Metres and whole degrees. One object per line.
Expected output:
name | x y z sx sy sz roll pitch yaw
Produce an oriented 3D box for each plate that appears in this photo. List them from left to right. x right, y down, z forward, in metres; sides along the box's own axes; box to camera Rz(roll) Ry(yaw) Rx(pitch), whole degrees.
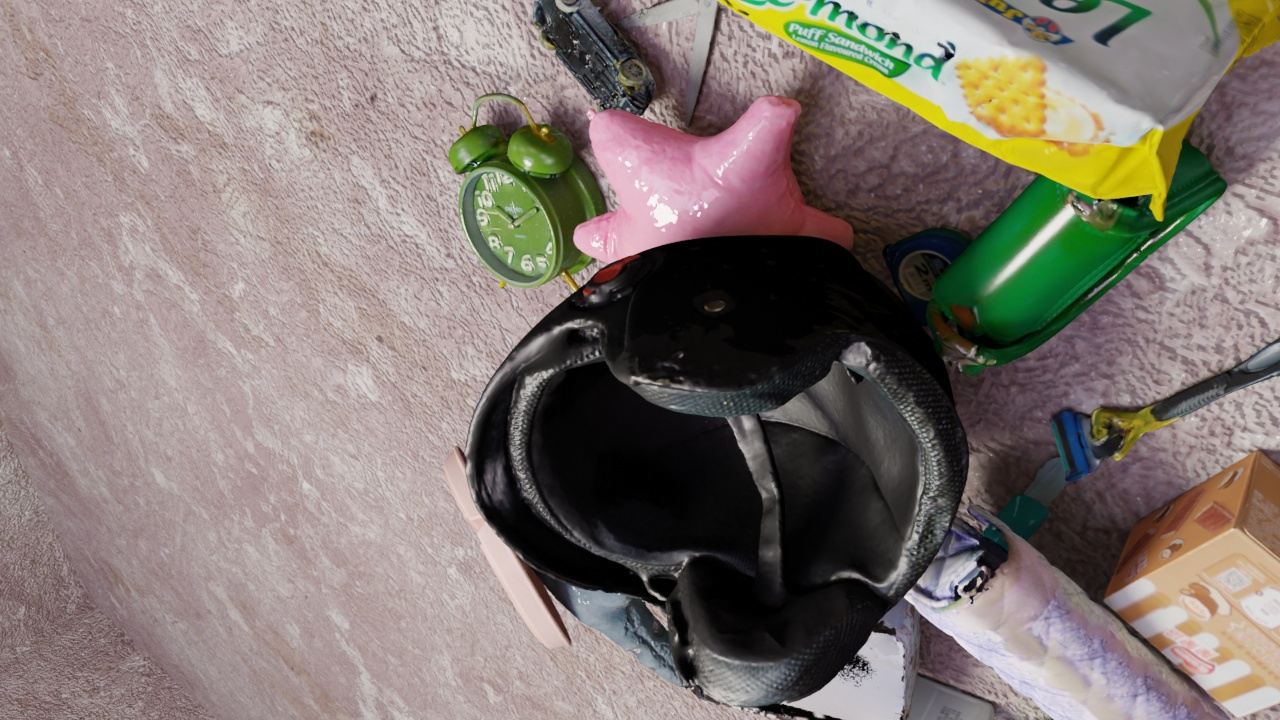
plate | -0.136 0.189 0.918 0.229 0.028 0.230 56 169 16

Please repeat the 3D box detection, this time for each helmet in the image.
helmet | 0.045 0.042 0.537 0.275 0.229 0.234 -2 120 18

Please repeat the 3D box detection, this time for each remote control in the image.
remote control | 0.205 0.277 0.742 0.150 0.058 0.021 13 129 36

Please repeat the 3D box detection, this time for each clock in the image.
clock | -0.091 -0.128 0.713 0.116 0.056 0.161 9 124 36

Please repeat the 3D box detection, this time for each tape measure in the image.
tape measure | 0.179 -0.052 0.551 0.055 0.025 0.058 -20 108 45

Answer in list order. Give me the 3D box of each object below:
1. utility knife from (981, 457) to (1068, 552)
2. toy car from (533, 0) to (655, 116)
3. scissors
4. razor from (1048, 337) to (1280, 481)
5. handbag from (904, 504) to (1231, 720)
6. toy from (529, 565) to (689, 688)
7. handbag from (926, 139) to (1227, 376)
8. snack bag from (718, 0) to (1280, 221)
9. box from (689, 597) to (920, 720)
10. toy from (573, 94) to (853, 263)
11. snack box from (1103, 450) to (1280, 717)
utility knife | 0.247 0.126 0.629 0.029 0.013 0.193 33 138 17
toy car | -0.030 -0.208 0.617 0.105 0.031 0.049 50 149 0
scissors | 0.047 -0.218 0.560 0.159 0.014 0.177 34 139 23
razor | 0.296 0.024 0.507 0.143 0.022 0.042 -40 45 46
handbag | 0.247 0.167 0.557 0.194 0.075 0.134 38 -178 -7
toy | -0.060 0.164 0.868 0.138 0.091 0.356 -17 105 50
handbag | 0.208 -0.056 0.453 0.068 0.119 0.132 47 141 12
snack bag | 0.146 -0.172 0.402 0.246 0.157 0.068 36 154 16
box | 0.117 0.155 0.685 0.178 0.088 0.262 6 124 22
toy | 0.038 -0.105 0.595 0.178 0.074 0.195 40 137 -16
snack box | 0.332 0.122 0.502 0.093 0.076 0.095 42 137 10
